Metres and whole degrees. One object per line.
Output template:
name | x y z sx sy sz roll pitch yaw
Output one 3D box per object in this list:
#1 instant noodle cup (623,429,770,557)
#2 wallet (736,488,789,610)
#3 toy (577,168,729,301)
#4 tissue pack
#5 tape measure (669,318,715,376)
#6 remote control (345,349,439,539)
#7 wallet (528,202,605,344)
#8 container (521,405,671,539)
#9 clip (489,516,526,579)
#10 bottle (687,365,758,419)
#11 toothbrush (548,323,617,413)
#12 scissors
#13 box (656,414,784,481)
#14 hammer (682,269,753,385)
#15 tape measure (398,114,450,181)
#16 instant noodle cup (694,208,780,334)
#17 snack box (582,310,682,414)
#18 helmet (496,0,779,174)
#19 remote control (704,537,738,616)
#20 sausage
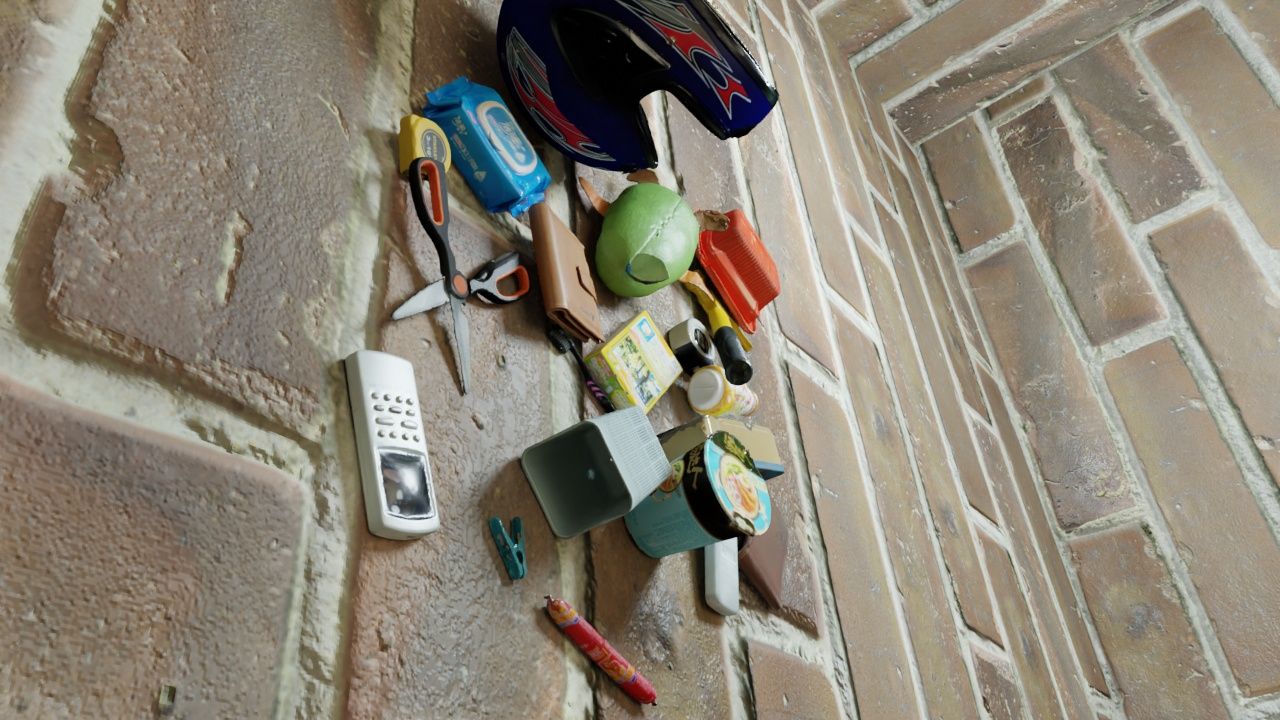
instant noodle cup | 0.050 0.143 0.919 0.111 0.121 0.111 40 34 -35
wallet | 0.146 0.220 1.098 0.101 0.032 0.124 57 31 -26
toy | 0.012 -0.156 1.144 0.227 0.090 0.246 38 39 -3
tissue pack | -0.158 -0.227 0.966 0.157 0.052 0.094 56 29 -11
tape measure | 0.066 -0.020 1.175 0.066 0.034 0.065 50 29 -26
remote control | -0.189 0.063 0.702 0.058 0.021 0.150 16 52 -53
wallet | -0.079 -0.089 0.976 0.108 0.031 0.131 42 32 -58
container | -0.035 0.098 0.855 0.090 0.090 0.111 64 26 3
clip | -0.107 0.156 0.765 0.034 0.013 0.054 15 51 -52
bottle | 0.107 0.045 1.154 0.108 0.063 0.063 20 50 -51
toothbrush | -0.041 0.041 0.971 0.189 0.014 0.017 56 39 -12
scissors | -0.169 -0.081 0.849 0.220 0.022 0.234 -4 78 -64
box | 0.085 0.109 1.040 0.184 0.090 0.061 11 58 -52
hammer | 0.107 -0.030 1.154 0.129 0.033 0.300 52 10 -14
tape measure | -0.211 -0.202 0.884 0.057 0.029 0.060 8 76 -60
instant noodle cup | 0.141 -0.141 1.329 0.164 0.079 0.188 53 20 -21
snack box | -0.006 0.006 1.037 0.087 0.034 0.140 58 27 -8
helmet | -0.024 -0.340 1.075 0.315 0.241 0.247 45 13 -12
remote control | 0.088 0.210 1.012 0.056 0.020 0.135 43 40 -47
sausage | -0.033 0.254 0.796 0.156 0.020 0.020 50 31 -21
